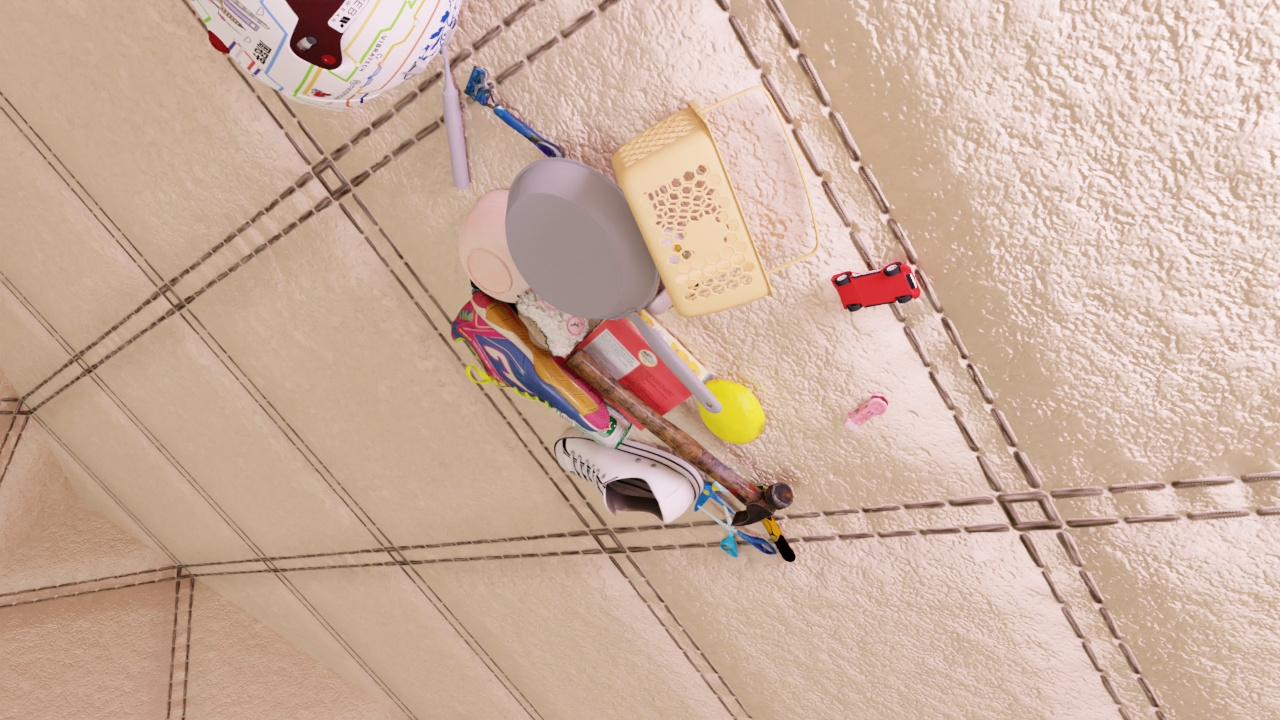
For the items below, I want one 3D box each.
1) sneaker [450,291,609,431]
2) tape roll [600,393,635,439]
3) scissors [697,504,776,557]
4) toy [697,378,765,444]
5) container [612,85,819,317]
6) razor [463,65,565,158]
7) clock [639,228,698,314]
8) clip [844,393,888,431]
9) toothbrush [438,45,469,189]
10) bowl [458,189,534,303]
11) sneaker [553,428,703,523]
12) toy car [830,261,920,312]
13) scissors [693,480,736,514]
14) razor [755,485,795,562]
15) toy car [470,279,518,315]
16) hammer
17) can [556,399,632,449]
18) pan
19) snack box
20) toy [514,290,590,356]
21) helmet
[{"bbox_3d":[-0.144,0.018,1.186,0.242,0.116,0.091,43,108,8],"label":"sneaker"},{"bbox_3d":[-0.050,0.072,1.281,0.094,0.019,0.094,21,137,21],"label":"tape roll"},{"bbox_3d":[0.140,0.242,1.290,0.119,0.014,0.129,9,137,30],"label":"scissors"},{"bbox_3d":[0.110,0.063,1.130,0.094,0.041,0.096,41,142,7],"label":"toy"},{"bbox_3d":[0.080,-0.152,0.889,0.167,0.129,0.183,-23,117,4],"label":"container"},{"bbox_3d":[-0.141,-0.270,1.031,0.141,0.018,0.044,40,140,0],"label":"razor"},{"bbox_3d":[-0.007,-0.110,1.044,0.158,0.058,0.117,23,139,20],"label":"clock"},{"bbox_3d":[0.248,0.060,1.023,0.023,0.045,0.060,42,155,-8],"label":"clip"},{"bbox_3d":[-0.221,-0.286,1.078,0.019,0.018,0.188,22,137,19],"label":"toothbrush"},{"bbox_3d":[-0.169,-0.129,1.141,0.153,0.075,0.153,21,137,21],"label":"bowl"},{"bbox_3d":[-0.037,0.173,1.299,0.246,0.097,0.091,16,135,34],"label":"sneaker"},{"bbox_3d":[0.233,-0.074,0.915,0.090,0.025,0.038,-9,121,42],"label":"toy car"},{"bbox_3d":[0.094,0.177,1.273,0.125,0.013,0.131,40,144,1],"label":"scissors"},{"bbox_3d":[0.178,0.222,1.244,0.044,0.021,0.144,-6,125,42],"label":"razor"},{"bbox_3d":[-0.193,-0.085,1.231,0.036,0.042,0.092,-20,115,22],"label":"toy car"},{"bbox_3d":[0.037,0.099,1.174,0.330,0.033,0.120,39,142,-7],"label":"hammer"},{"bbox_3d":[-0.064,0.074,1.235,0.101,0.053,0.053,33,140,9],"label":"can"},{"bbox_3d":[-0.025,-0.065,1.025,0.201,0.050,0.356,-23,109,48],"label":"pan"},{"bbox_3d":[-0.007,0.007,1.168,0.142,0.040,0.145,44,140,-5],"label":"snack box"},{"bbox_3d":[-0.088,-0.067,1.120,0.096,0.109,0.041,51,177,-20],"label":"toy"},{"bbox_3d":[-0.287,-0.378,0.878,0.235,0.230,0.315,21,154,-28],"label":"helmet"}]
